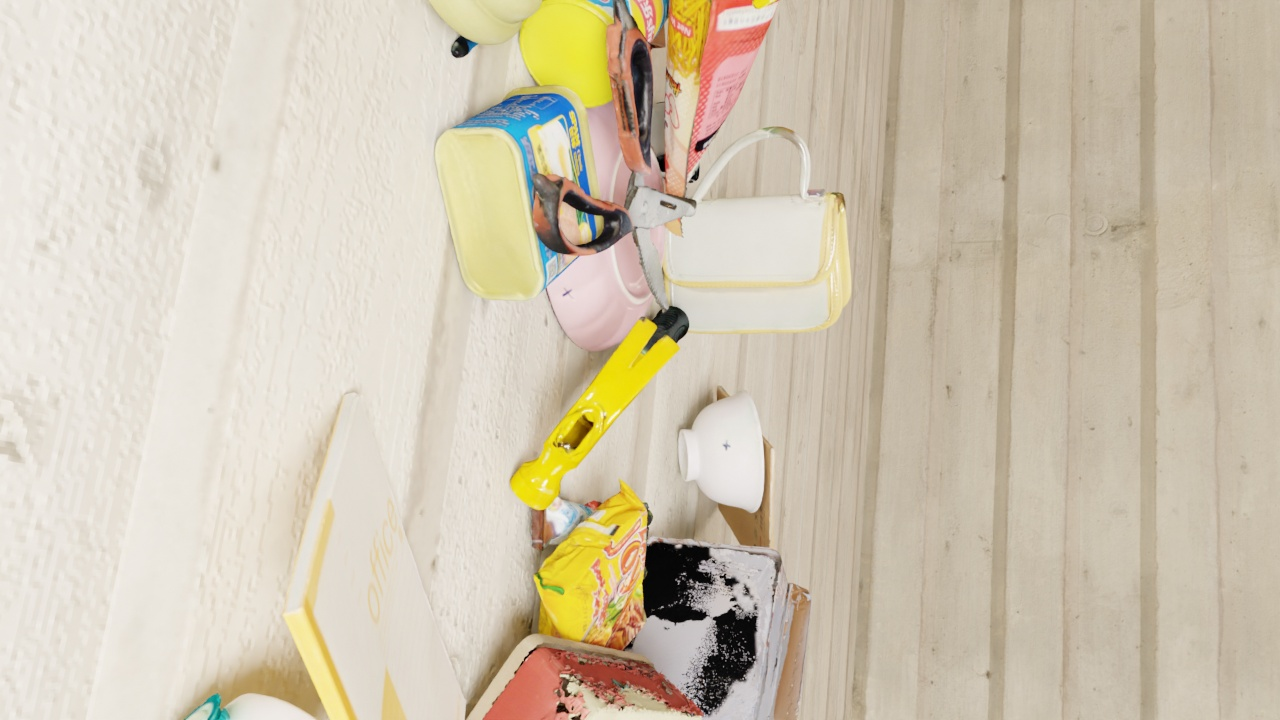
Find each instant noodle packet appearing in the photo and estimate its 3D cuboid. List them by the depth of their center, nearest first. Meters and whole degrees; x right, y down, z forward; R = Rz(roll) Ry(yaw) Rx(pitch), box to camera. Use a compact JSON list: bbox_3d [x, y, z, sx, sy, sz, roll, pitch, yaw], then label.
[{"bbox_3d":[-0.030,0.156,0.613,0.110,0.044,0.129,-46,146,-47],"label":"instant noodle packet"}]

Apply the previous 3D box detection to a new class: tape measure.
[{"bbox_3d":[0.032,-0.195,0.806,0.066,0.034,0.065,18,74,-70],"label":"tape measure"}]

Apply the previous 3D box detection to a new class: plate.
[{"bbox_3d":[-0.017,-0.102,0.671,0.192,0.039,0.192,3,90,-70],"label":"plate"}]

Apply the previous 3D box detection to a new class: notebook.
[{"bbox_3d":[-0.107,0.136,0.404,0.145,0.010,0.206,-107,-173,-62],"label":"notebook"},{"bbox_3d":[0.104,0.123,0.927,0.207,0.008,0.148,-121,-152,-74],"label":"notebook"}]

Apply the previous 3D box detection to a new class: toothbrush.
[{"bbox_3d":[-0.069,-0.224,0.554,0.014,0.016,0.189,64,33,-32],"label":"toothbrush"}]

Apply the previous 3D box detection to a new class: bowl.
[{"bbox_3d":[0.072,0.089,0.877,0.118,0.064,0.118,175,-89,-82],"label":"bowl"}]

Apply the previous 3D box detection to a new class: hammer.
[{"bbox_3d":[-0.004,0.004,0.675,0.129,0.033,0.300,-50,180,19],"label":"hammer"}]

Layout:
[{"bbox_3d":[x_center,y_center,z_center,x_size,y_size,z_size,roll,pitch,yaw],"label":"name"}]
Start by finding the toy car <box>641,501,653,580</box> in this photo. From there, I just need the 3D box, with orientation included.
[{"bbox_3d":[-0.014,0.156,0.720,0.048,0.032,0.105,-57,155,-55],"label":"toy car"}]

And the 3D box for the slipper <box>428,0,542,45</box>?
[{"bbox_3d":[-0.075,-0.255,0.444,0.091,0.082,0.191,-41,127,-60],"label":"slipper"}]

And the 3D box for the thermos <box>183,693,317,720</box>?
[{"bbox_3d":[-0.162,0.211,0.271,0.223,0.073,0.073,-68,152,-44],"label":"thermos"}]

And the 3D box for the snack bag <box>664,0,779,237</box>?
[{"bbox_3d":[0.048,-0.195,0.638,0.208,0.073,0.128,100,7,-62],"label":"snack bag"}]

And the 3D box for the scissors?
[{"bbox_3d":[-0.007,-0.100,0.552,0.188,0.015,0.225,-59,149,-41],"label":"scissors"}]

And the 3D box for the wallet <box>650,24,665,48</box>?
[{"bbox_3d":[-0.010,-0.297,0.705,0.115,0.020,0.101,-29,118,-64],"label":"wallet"}]

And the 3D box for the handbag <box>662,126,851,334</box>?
[{"bbox_3d":[0.095,-0.111,0.802,0.063,0.163,0.179,-51,137,-57],"label":"handbag"}]

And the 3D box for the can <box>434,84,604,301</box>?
[{"bbox_3d":[-0.066,-0.094,0.516,0.083,0.057,0.102,-53,141,-54],"label":"can"}]

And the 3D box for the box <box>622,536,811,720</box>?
[{"bbox_3d":[0.068,0.270,0.787,0.166,0.150,0.181,73,28,-47],"label":"box"}]

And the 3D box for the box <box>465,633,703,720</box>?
[{"bbox_3d":[-0.025,0.230,0.558,0.091,0.078,0.168,-55,147,-3],"label":"box"}]

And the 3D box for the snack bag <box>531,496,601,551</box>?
[{"bbox_3d":[-0.049,0.112,0.627,0.104,0.026,0.048,45,42,-63],"label":"snack bag"}]

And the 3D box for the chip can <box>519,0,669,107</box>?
[{"bbox_3d":[-0.005,-0.256,0.617,0.071,0.071,0.209,73,33,-42],"label":"chip can"}]
